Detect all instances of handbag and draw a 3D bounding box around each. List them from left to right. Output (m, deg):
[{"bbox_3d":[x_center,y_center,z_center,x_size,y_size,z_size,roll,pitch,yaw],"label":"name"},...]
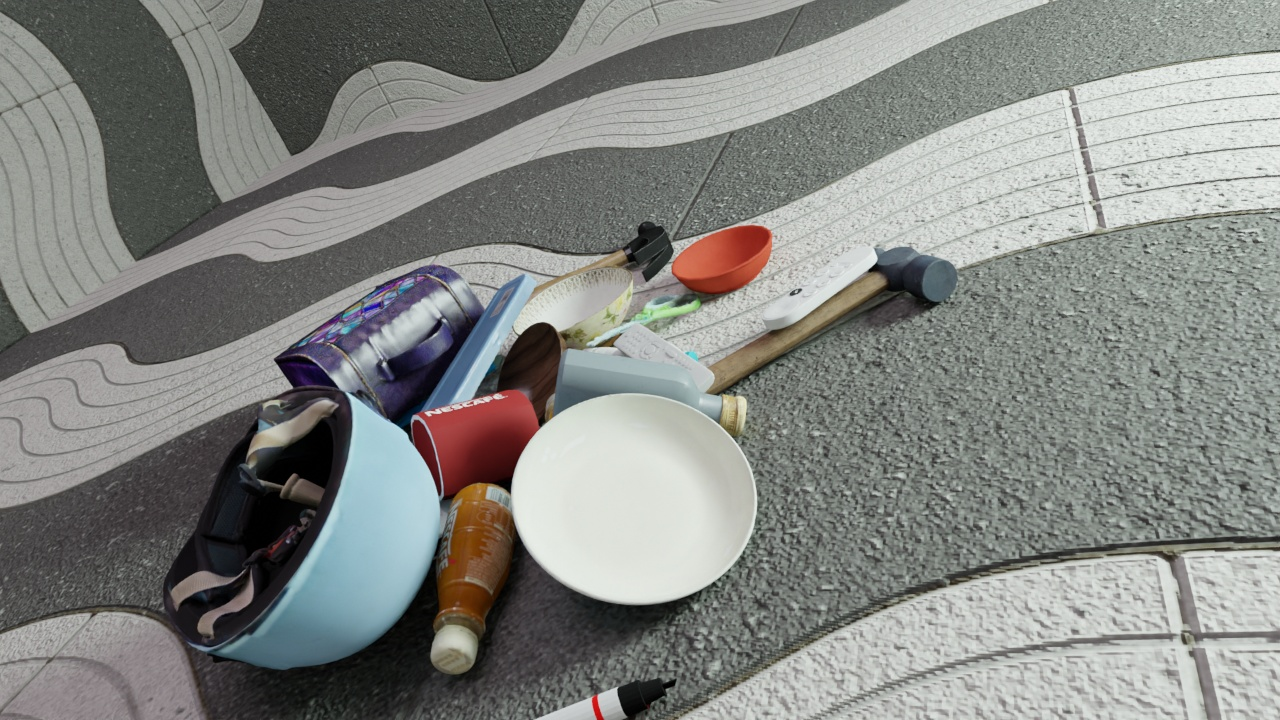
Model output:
[{"bbox_3d":[-0.297,-0.008,1.078,0.223,0.125,0.204,-6,30,47],"label":"handbag"}]

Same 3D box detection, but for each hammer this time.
[{"bbox_3d":[-0.103,-0.094,1.194,0.305,0.040,0.132,-26,24,-1],"label":"hammer"},{"bbox_3d":[0.132,-0.019,0.869,0.321,0.040,0.129,-30,24,-9],"label":"hammer"}]

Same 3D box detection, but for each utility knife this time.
[{"bbox_3d":[-0.243,0.049,1.072,0.198,0.015,0.031,-31,25,-12],"label":"utility knife"}]

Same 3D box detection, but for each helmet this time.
[{"bbox_3d":[-0.251,0.137,0.732,0.266,0.166,0.225,-1,62,57],"label":"helmet"}]

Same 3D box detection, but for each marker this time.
[{"bbox_3d":[-0.044,0.230,0.583,0.145,0.019,0.019,-23,27,4],"label":"marker"}]

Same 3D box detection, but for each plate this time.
[{"bbox_3d":[-0.005,0.106,0.693,0.182,0.034,0.182,2,50,-2],"label":"plate"}]

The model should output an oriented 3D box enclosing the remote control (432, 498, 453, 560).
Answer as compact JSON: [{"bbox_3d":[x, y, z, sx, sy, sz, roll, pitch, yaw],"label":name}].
[{"bbox_3d":[-0.199,0.139,0.864,0.060,0.025,0.138,-29,29,-8],"label":"remote control"}]

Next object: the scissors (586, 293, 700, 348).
[{"bbox_3d":[0.000,-0.045,0.994,0.065,0.033,0.173,11,31,39],"label":"scissors"}]

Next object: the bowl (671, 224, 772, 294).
[{"bbox_3d":[0.098,-0.111,1.055,0.122,0.035,0.121,-19,28,10],"label":"bowl"}]

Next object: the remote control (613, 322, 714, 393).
[{"bbox_3d":[0.021,0.000,0.861,0.033,0.012,0.131,-43,40,-9],"label":"remote control"}]

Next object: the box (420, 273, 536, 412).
[{"bbox_3d":[-0.185,-0.001,0.998,0.127,0.039,0.208,-41,19,50],"label":"box"}]

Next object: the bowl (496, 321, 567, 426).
[{"bbox_3d":[-0.104,0.021,0.950,0.120,0.032,0.119,-27,54,44],"label":"bowl"}]

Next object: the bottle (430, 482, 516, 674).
[{"bbox_3d":[-0.134,0.169,0.722,0.059,0.059,0.166,-18,31,12],"label":"bottle"}]

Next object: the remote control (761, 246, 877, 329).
[{"bbox_3d":[0.171,-0.070,0.872,0.136,0.013,0.043,-35,21,-19],"label":"remote control"}]

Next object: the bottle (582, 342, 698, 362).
[{"bbox_3d":[-0.005,0.005,0.923,0.136,0.044,0.044,-5,33,33],"label":"bottle"}]

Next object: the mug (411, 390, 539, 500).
[{"bbox_3d":[-0.159,0.075,0.859,0.096,0.080,0.116,-14,11,-26],"label":"mug"}]

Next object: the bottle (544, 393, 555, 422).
[{"bbox_3d":[-0.056,0.084,0.814,0.053,0.053,0.186,-25,27,0],"label":"bottle"}]

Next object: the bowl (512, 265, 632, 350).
[{"bbox_3d":[-0.066,-0.044,1.039,0.145,0.063,0.145,-19,28,10],"label":"bowl"}]

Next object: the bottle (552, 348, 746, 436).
[{"bbox_3d":[0.008,0.037,0.785,0.161,0.072,0.046,9,28,-1],"label":"bottle"}]
